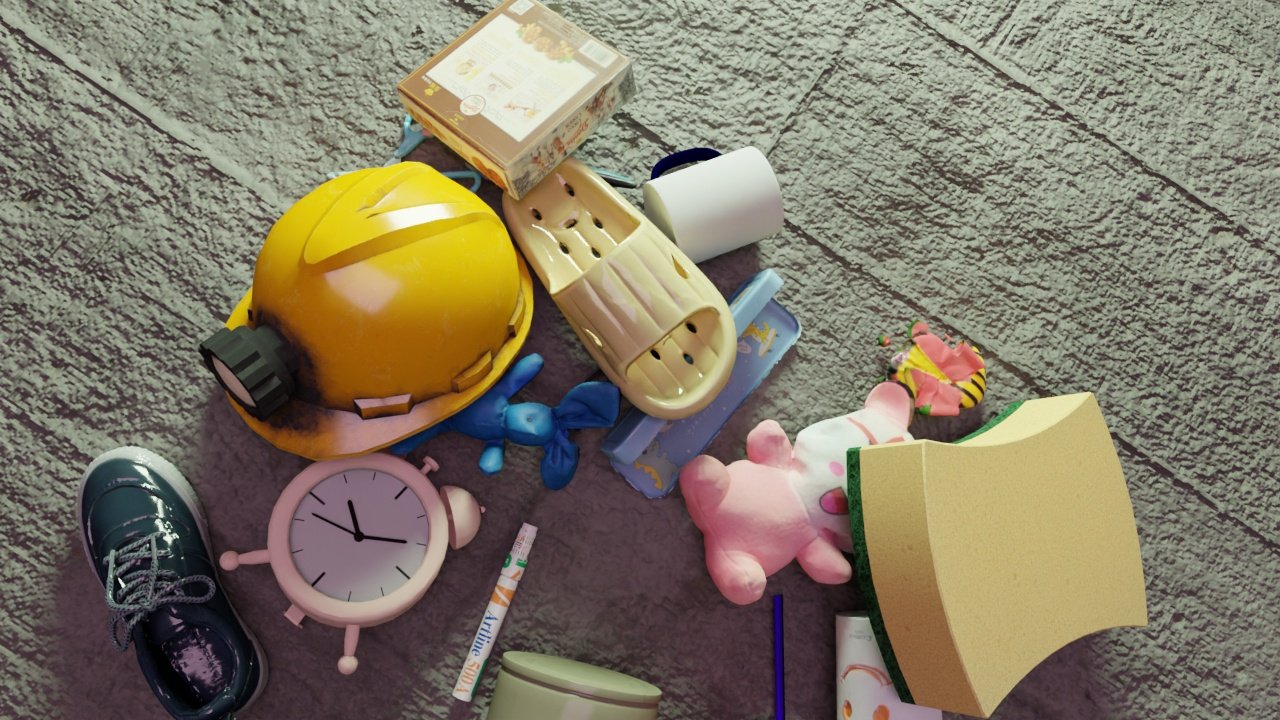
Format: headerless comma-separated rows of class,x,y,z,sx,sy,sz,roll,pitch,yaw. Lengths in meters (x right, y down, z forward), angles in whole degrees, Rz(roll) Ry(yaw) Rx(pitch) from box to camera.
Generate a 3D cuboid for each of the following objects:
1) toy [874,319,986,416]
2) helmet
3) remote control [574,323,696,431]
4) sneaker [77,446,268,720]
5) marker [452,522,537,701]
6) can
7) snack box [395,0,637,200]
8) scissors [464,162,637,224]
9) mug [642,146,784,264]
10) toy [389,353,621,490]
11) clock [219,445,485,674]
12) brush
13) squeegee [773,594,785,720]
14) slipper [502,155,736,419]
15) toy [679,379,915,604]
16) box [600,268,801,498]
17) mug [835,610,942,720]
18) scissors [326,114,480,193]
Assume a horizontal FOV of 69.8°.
toy,0.261,0.011,0.808,0.103,0.046,0.084,9,67,-10
helmet,-0.195,-0.063,0.675,0.205,0.132,0.254,37,59,17
remote control,-0.005,0.004,0.764,0.147,0.015,0.033,-39,130,4
sneaker,-0.357,0.172,0.683,0.089,0.087,0.235,-30,86,-10
marker,-0.116,0.202,0.744,0.017,0.017,0.145,22,80,-3
can,-0.052,0.270,0.686,0.128,0.128,0.073,15,78,-5
snack box,-0.103,-0.226,0.768,0.143,0.041,0.146,39,74,23
scissors,-0.073,-0.158,0.804,0.149,0.019,0.131,-30,84,-9
mug,0.055,-0.142,0.794,0.096,0.079,0.111,-21,56,-10
toy,-0.108,0.056,0.731,0.176,0.071,0.113,4,114,-6
clock,-0.218,0.139,0.719,0.131,0.086,0.160,41,70,1
brush,0.284,0.141,0.722,0.249,0.075,0.195,-10,86,-34
squeegee,0.064,0.311,0.690,0.184,0.055,0.249,8,78,-42
slipper,-0.022,-0.075,0.721,0.111,0.079,0.261,-37,71,-6
toy,0.145,0.109,0.757,0.213,0.084,0.142,-20,85,-8
box,0.061,0.023,0.773,0.079,0.073,0.210,45,77,-13
mug,0.200,0.260,0.741,0.082,0.082,0.105,2,80,-7
scissors,-0.195,-0.160,0.790,0.120,0.015,0.138,40,83,9
